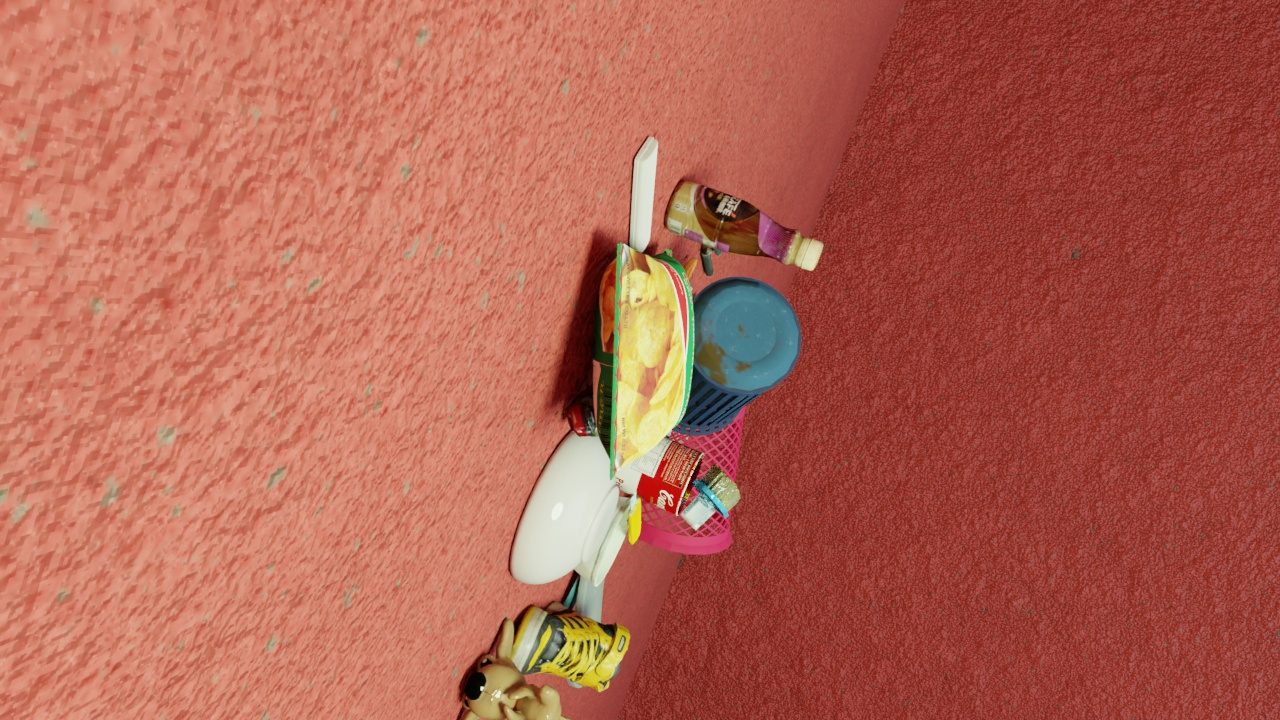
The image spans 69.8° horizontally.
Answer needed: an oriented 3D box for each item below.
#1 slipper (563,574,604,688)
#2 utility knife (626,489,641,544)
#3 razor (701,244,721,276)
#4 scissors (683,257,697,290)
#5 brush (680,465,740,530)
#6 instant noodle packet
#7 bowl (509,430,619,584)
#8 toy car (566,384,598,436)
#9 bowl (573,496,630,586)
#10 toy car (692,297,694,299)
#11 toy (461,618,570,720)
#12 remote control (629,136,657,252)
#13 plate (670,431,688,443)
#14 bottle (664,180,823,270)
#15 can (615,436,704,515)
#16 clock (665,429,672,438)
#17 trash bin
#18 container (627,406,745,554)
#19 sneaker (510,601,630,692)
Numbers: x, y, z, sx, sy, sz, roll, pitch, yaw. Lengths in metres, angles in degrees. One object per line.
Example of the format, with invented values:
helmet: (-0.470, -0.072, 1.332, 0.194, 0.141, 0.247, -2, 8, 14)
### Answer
slipper: (-0.089, 0.344, 1.313, 0.098, 0.055, 0.269, -24, 125, -71)
utility knife: (-0.006, 0.193, 1.134, 0.191, 0.018, 0.030, 96, 15, -65)
razor: (0.095, -0.143, 1.279, 0.144, 0.022, 0.042, 80, -6, -77)
scissors: (0.046, -0.076, 1.193, 0.125, 0.011, 0.128, -64, 169, 7)
brush: (0.085, 0.177, 1.158, 0.075, 0.055, 0.136, -44, 166, -5)
instant noodle packet: (0.004, -0.010, 0.871, 0.252, 0.090, 0.195, -25, 118, -77)
bowl: (-0.068, 0.162, 0.974, 0.176, 0.066, 0.176, 24, 89, -79)
toy car: (-0.045, 0.046, 0.919, 0.091, 0.036, 0.042, -44, 124, -61)
bowl: (-0.057, 0.217, 1.151, 0.117, 0.061, 0.117, 24, 89, -78)
toy car: (0.085, -0.054, 1.365, 0.112, 0.034, 0.046, 87, 27, -65)
toy: (-0.134, 0.351, 0.956, 0.134, 0.108, 0.106, -65, 152, -13)
remote control: (0.003, -0.147, 0.845, 0.131, 0.012, 0.033, 95, 21, -57)
plate: (0.060, 0.134, 1.609, 0.184, 0.036, 0.184, 24, 89, -79)
bottle: (0.111, -0.138, 0.975, 0.059, 0.166, 0.059, 24, 89, -79)
can: (0.011, 0.134, 1.162, 0.086, 0.116, 0.086, 24, 89, -79)
clock: (0.019, 0.085, 1.262, 0.118, 0.057, 0.083, -42, 152, -65)
trash bin: (0.089, -0.001, 1.064, 0.139, 0.139, 0.250, -64, -178, -16)
container: (0.078, 0.158, 1.434, 0.182, 0.183, 0.226, -34, 138, -70)
sneaker: (-0.086, 0.361, 1.139, 0.238, 0.122, 0.086, 50, 62, -79)
